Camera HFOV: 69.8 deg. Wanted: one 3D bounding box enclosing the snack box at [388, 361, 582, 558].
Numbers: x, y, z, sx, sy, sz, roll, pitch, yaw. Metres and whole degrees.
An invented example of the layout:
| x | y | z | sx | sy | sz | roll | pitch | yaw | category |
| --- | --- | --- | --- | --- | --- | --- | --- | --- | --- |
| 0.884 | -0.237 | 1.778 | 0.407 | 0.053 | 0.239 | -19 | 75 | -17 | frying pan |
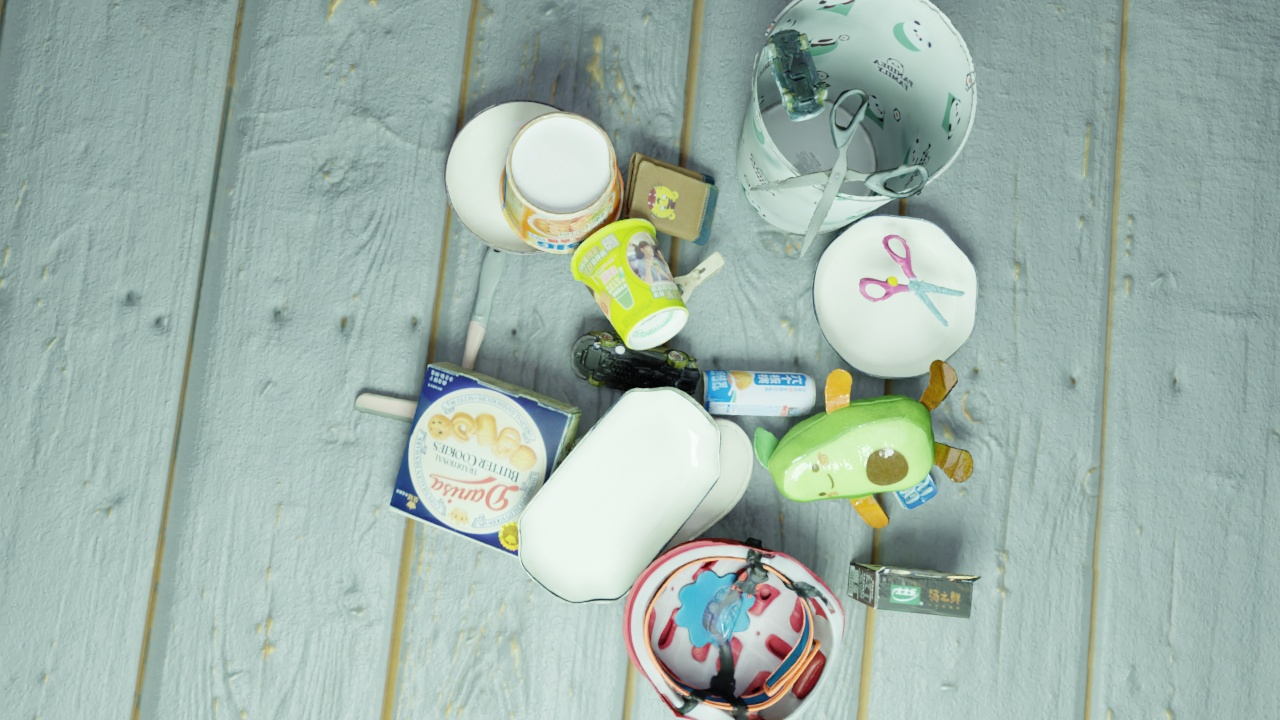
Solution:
| x | y | z | sx | sy | sz | roll | pitch | yaw | category |
| --- | --- | --- | --- | --- | --- | --- | --- | --- | --- |
| -0.179 | 0.114 | 1.052 | 0.178 | 0.045 | 0.182 | 18 | 96 | 13 | snack box |

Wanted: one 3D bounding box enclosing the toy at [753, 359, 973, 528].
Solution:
| x | y | z | sx | sy | sz | roll | pitch | yaw | category |
| --- | --- | --- | --- | --- | --- | --- | --- | --- | --- |
| 0.261 | 0.103 | 1.065 | 0.247 | 0.090 | 0.227 | -18 | 110 | 4 | toy |

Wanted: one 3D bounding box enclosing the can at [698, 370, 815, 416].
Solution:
| x | y | z | sx | sy | sz | roll | pitch | yaw | category |
| --- | --- | --- | --- | --- | --- | --- | --- | --- | --- |
| 0.140 | 0.040 | 1.107 | 0.134 | 0.053 | 0.053 | 2 | 85 | -3 | can |

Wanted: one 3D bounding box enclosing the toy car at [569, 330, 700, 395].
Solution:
| x | y | z | sx | sy | sz | roll | pitch | yaw | category |
| --- | --- | --- | --- | --- | --- | --- | --- | --- | --- |
| -0.007 | 0.006 | 1.101 | 0.158 | 0.042 | 0.070 | 16 | 119 | -2 | toy car |

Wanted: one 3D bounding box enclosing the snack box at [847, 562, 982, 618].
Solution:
| x | y | z | sx | sy | sz | roll | pitch | yaw | category |
| --- | --- | --- | --- | --- | --- | --- | --- | --- | --- |
| 0.313 | 0.261 | 1.059 | 0.113 | 0.126 | 0.053 | 6 | 84 | -3 | snack box |

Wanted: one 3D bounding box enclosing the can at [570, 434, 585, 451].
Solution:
| x | y | z | sx | sy | sz | roll | pitch | yaw | category |
| --- | --- | --- | --- | --- | --- | --- | --- | --- | --- |
| -0.037 | 0.104 | 1.081 | 0.147 | 0.058 | 0.058 | -30 | 87 | 3 | can |

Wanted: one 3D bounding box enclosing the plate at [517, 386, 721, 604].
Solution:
| x | y | z | sx | sy | sz | roll | pitch | yaw | category |
| --- | --- | --- | --- | --- | --- | --- | --- | --- | --- |
| -0.024 | 0.147 | 1.024 | 0.162 | 0.034 | 0.265 | 42 | 83 | -20 | plate |

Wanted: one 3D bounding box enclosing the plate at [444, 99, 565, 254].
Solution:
| x | y | z | sx | sy | sz | roll | pitch | yaw | category |
| --- | --- | --- | --- | --- | --- | --- | --- | --- | --- |
| -0.141 | -0.220 | 1.122 | 0.192 | 0.039 | 0.192 | 0 | 84 | -4 | plate |

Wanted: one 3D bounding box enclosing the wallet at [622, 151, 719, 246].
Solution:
| x | y | z | sx | sy | sz | roll | pitch | yaw | category |
| --- | --- | --- | --- | --- | --- | --- | --- | --- | --- |
| 0.037 | -0.196 | 1.111 | 0.115 | 0.033 | 0.090 | 13 | 82 | -27 | wallet |

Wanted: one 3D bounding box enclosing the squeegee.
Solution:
| x | y | z | sx | sy | sz | roll | pitch | yaw | category |
| --- | --- | --- | --- | --- | --- | --- | --- | --- | --- |
| -0.198 | -0.032 | 1.105 | 0.247 | 0.040 | 0.249 | 13 | 84 | 0 | squeegee |

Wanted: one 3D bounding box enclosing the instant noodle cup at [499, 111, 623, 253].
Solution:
| x | y | z | sx | sy | sz | roll | pitch | yaw | category |
| --- | --- | --- | --- | --- | --- | --- | --- | --- | --- |
| -0.090 | -0.207 | 1.047 | 0.151 | 0.111 | 0.151 | 0 | 85 | -5 | instant noodle cup |

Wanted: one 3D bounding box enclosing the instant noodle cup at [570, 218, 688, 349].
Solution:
| x | y | z | sx | sy | sz | roll | pitch | yaw | category |
| --- | --- | --- | --- | --- | --- | --- | --- | --- | --- |
| -0.006 | -0.082 | 1.063 | 0.111 | 0.112 | 0.123 | -26 | 66 | -5 | instant noodle cup |

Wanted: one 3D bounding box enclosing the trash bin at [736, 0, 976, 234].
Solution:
| x | y | z | sx | sy | sz | roll | pitch | yaw | category |
| --- | --- | --- | --- | --- | --- | --- | --- | --- | --- |
| 0.219 | -0.260 | 1.038 | 0.229 | 0.252 | 0.229 | 0 | 85 | -2 | trash bin |

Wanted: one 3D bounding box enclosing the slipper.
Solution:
| x | y | z | sx | sy | sz | roll | pitch | yaw | category |
| --- | --- | --- | --- | --- | --- | --- | --- | --- | --- |
| 0.024 | 0.178 | 1.089 | 0.274 | 0.054 | 0.114 | -44 | 88 | -8 | slipper |

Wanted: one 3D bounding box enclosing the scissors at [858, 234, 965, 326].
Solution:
| x | y | z | sx | sy | sz | roll | pitch | yaw | category |
| --- | --- | --- | --- | --- | --- | --- | --- | --- | --- |
| 0.328 | -0.099 | 1.104 | 0.133 | 0.017 | 0.118 | 7 | 80 | -6 | scissors |

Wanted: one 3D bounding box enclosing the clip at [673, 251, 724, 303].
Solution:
| x | y | z | sx | sy | sz | roll | pitch | yaw | category |
| --- | --- | --- | --- | --- | --- | --- | --- | --- | --- |
| 0.058 | -0.095 | 1.123 | 0.100 | 0.070 | 0.034 | -39 | 87 | 1 | clip |

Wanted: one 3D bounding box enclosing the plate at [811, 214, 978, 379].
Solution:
| x | y | z | sx | sy | sz | roll | pitch | yaw | category |
| --- | --- | --- | --- | --- | --- | --- | --- | --- | --- |
| 0.309 | -0.077 | 1.130 | 0.205 | 0.045 | 0.204 | 0 | 84 | -2 | plate |

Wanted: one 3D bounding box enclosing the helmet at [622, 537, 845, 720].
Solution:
| x | y | z | sx | sy | sz | roll | pitch | yaw | category |
| --- | --- | --- | --- | --- | --- | --- | --- | --- | --- |
| 0.092 | 0.293 | 1.034 | 0.240 | 0.144 | 0.207 | 29 | 88 | -3 | helmet |

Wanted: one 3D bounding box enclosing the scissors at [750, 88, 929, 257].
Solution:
| x | y | z | sx | sy | sz | roll | pitch | yaw | category |
| --- | --- | --- | --- | --- | --- | --- | --- | --- | --- |
| 0.197 | -0.179 | 0.899 | 0.159 | 0.014 | 0.178 | 22 | 87 | 1 | scissors |

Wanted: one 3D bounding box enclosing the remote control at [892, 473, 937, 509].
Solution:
| x | y | z | sx | sy | sz | roll | pitch | yaw | category |
| --- | --- | --- | --- | --- | --- | --- | --- | --- | --- |
| 0.313 | 0.119 | 1.122 | 0.049 | 0.024 | 0.125 | -28 | 88 | -5 | remote control |

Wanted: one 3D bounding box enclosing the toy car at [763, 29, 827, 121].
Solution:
| x | y | z | sx | sy | sz | roll | pitch | yaw | category |
| --- | --- | --- | --- | --- | --- | --- | --- | --- | --- |
| 0.150 | -0.277 | 0.892 | 0.043 | 0.034 | 0.090 | -19 | 84 | -1 | toy car |
